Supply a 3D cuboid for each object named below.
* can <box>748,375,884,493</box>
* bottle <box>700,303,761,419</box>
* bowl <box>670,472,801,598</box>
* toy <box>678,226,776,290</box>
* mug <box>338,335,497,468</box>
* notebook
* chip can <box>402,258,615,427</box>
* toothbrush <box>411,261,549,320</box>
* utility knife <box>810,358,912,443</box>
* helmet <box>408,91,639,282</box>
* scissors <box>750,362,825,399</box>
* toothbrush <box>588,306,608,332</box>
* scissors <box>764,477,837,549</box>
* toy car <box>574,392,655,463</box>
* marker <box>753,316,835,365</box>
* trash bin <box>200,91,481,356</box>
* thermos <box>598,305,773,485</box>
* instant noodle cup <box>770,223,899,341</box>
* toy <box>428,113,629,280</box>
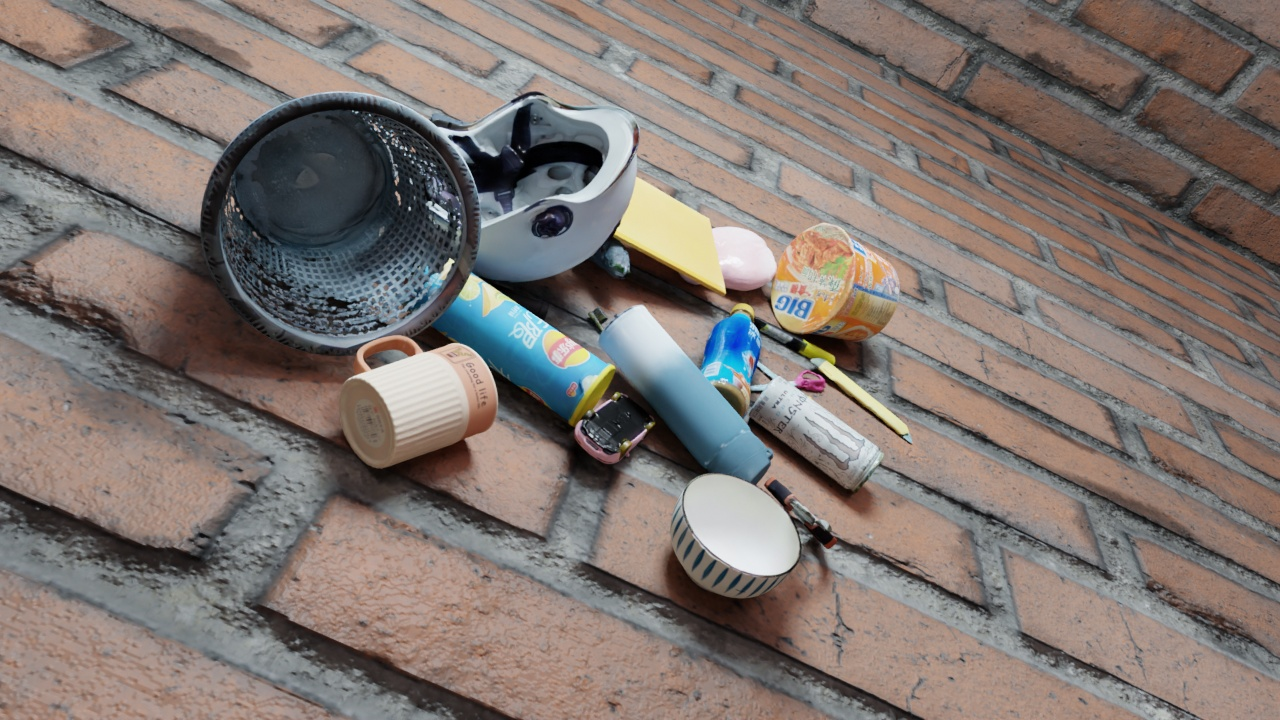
[{"bbox_3d":[0.194,0.081,1.017,0.147,0.058,0.058,37,34,12],"label":"can"},{"bbox_3d":[0.104,-0.004,1.059,0.065,0.065,0.218,28,33,-3],"label":"bottle"},{"bbox_3d":[0.076,0.164,0.814,0.116,0.066,0.116,19,34,-14],"label":"bowl"},{"bbox_3d":[0.109,-0.140,1.252,0.159,0.054,0.121,-5,45,-25],"label":"toy"},{"bbox_3d":[-0.196,0.027,0.777,0.114,0.082,0.105,49,39,17],"label":"mug"},{"bbox_3d":[0.021,-0.173,1.154,0.206,0.010,0.145,24,41,-33],"label":"notebook"},{"bbox_3d":[-0.130,-0.021,0.902,0.210,0.071,0.071,34,34,7],"label":"chip can"},{"bbox_3d":[-0.201,-0.085,0.977,0.212,0.026,0.027,19,12,-13],"label":"toothbrush"},{"bbox_3d":[0.284,0.047,1.167,0.163,0.018,0.030,37,39,15],"label":"utility knife"},{"bbox_3d":[-0.120,-0.174,1.011,0.258,0.146,0.228,-15,46,-4],"label":"helmet"},{"bbox_3d":[0.185,0.032,1.116,0.133,0.017,0.135,41,38,24],"label":"scissors"},{"bbox_3d":[-0.006,0.006,1.007,0.185,0.017,0.012,53,3,31],"label":"toothbrush"},{"bbox_3d":[0.157,0.147,0.834,0.193,0.015,0.206,47,-1,-31],"label":"scissors"},{"bbox_3d":[-0.026,0.068,0.895,0.056,0.037,0.122,41,23,7],"label":"toy car"},{"bbox_3d":[0.198,-0.025,1.198,0.124,0.018,0.015,27,32,-1],"label":"marker"},{"bbox_3d":[-0.282,-0.145,0.837,0.226,0.227,0.195,6,21,-31],"label":"trash bin"},{"bbox_3d":[0.045,0.042,0.933,0.070,0.070,0.220,-19,63,-48],"label":"thermos"},{"bbox_3d":[0.267,-0.096,1.236,0.111,0.152,0.151,16,35,-34],"label":"instant noodle cup"},{"bbox_3d":[-0.116,-0.220,1.159,0.356,0.092,0.137,42,46,22],"label":"toy"}]
